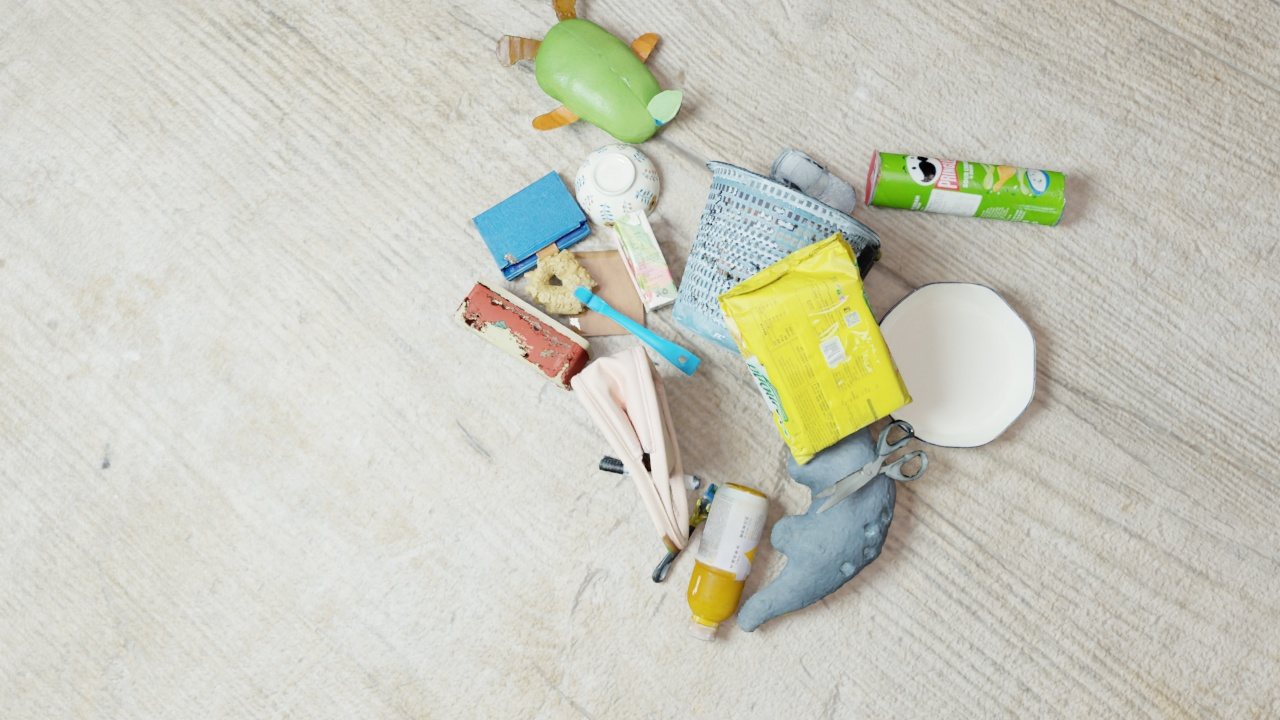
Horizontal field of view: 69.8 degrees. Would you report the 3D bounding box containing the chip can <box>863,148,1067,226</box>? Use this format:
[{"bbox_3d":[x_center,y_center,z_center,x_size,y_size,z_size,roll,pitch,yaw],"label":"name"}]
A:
[{"bbox_3d":[0.407,-0.216,1.157,0.236,0.072,0.072,8,82,5],"label":"chip can"}]

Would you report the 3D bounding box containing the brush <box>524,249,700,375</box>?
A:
[{"bbox_3d":[-0.036,-0.057,1.164,0.255,0.046,0.083,32,88,10],"label":"brush"}]

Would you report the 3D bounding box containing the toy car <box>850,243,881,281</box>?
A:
[{"bbox_3d":[0.271,-0.124,1.169,0.090,0.042,0.035,-55,37,-3],"label":"toy car"}]

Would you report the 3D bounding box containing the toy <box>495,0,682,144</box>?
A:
[{"bbox_3d":[-0.063,-0.377,1.211,0.247,0.090,0.226,44,76,6],"label":"toy"}]

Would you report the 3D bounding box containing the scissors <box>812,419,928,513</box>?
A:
[{"bbox_3d":[0.261,0.121,1.059,0.172,0.014,0.145,14,72,-20],"label":"scissors"}]

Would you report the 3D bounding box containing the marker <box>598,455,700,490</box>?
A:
[{"bbox_3d":[0.012,0.143,1.166,0.131,0.018,0.022,10,73,7],"label":"marker"}]

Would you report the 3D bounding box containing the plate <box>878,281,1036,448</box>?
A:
[{"bbox_3d":[0.380,0.006,1.132,0.205,0.045,0.204,0,85,0],"label":"plate"}]

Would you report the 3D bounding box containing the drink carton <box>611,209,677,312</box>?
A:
[{"bbox_3d":[0.004,-0.125,1.169,0.045,0.053,0.122,-23,88,-8],"label":"drink carton"}]

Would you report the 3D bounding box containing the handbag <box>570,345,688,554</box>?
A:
[{"bbox_3d":[0.009,0.112,1.077,0.093,0.193,0.234,-22,77,4],"label":"handbag"}]

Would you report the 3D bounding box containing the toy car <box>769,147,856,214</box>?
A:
[{"bbox_3d":[0.225,-0.228,1.192,0.120,0.037,0.054,36,86,6],"label":"toy car"}]

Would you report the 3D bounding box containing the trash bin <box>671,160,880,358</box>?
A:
[{"bbox_3d":[0.142,-0.105,1.107,0.226,0.226,0.195,26,98,8],"label":"trash bin"}]

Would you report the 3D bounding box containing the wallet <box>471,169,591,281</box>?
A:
[{"bbox_3d":[-0.144,-0.178,1.215,0.133,0.040,0.106,-31,72,0],"label":"wallet"}]

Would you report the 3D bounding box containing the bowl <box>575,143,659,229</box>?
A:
[{"bbox_3d":[-0.032,-0.234,1.202,0.113,0.062,0.113,0,83,3],"label":"bowl"}]

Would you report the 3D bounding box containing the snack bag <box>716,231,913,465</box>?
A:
[{"bbox_3d":[0.200,-0.009,1.022,0.158,0.068,0.246,-28,117,3],"label":"snack bag"}]

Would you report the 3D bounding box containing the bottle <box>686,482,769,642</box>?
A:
[{"bbox_3d":[0.101,0.245,1.115,0.068,0.068,0.189,17,89,7],"label":"bottle"}]

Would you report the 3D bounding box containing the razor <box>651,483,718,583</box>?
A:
[{"bbox_3d":[0.059,0.219,1.149,0.042,0.022,0.142,39,86,-27],"label":"razor"}]

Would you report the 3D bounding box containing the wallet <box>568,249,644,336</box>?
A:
[{"bbox_3d":[-0.047,-0.089,1.204,0.101,0.020,0.115,-2,84,4],"label":"wallet"}]

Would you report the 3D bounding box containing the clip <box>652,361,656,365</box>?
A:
[{"bbox_3d":[-0.008,0.008,1.189,0.056,0.014,0.041,13,83,5],"label":"clip"}]

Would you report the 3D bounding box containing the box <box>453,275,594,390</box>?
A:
[{"bbox_3d":[-0.152,-0.026,1.166,0.168,0.091,0.079,31,82,8],"label":"box"}]

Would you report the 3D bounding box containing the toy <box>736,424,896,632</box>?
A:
[{"bbox_3d":[0.234,0.177,1.107,0.138,0.091,0.356,19,85,16],"label":"toy"}]
